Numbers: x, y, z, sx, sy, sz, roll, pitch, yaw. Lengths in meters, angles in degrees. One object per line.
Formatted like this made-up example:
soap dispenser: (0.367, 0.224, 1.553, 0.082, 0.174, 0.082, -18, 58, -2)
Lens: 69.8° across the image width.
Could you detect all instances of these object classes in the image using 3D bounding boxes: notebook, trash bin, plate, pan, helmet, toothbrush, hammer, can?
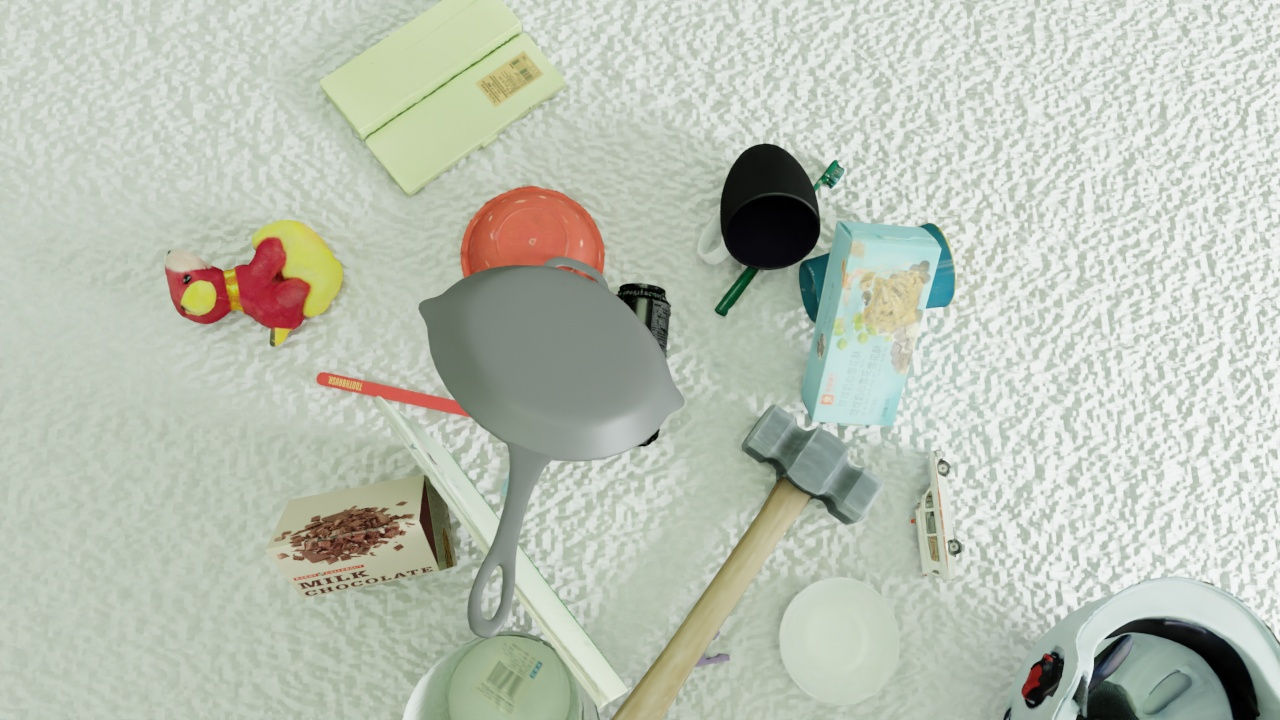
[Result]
notebook: (-0.095, 0.144, 0.674, 0.010, 0.182, 0.252, -39, 74, -8)
trash bin: (-0.100, 0.264, 0.683, 0.133, 0.161, 0.133, 1, 79, -6)
plate: (0.167, 0.238, 0.784, 0.104, 0.026, 0.104, 1, 80, -6)
pan: (-0.070, 0.033, 0.658, 0.216, 0.024, 0.353, 20, 44, -11)
helmet: (0.391, 0.308, 0.724, 0.236, 0.164, 0.263, 16, 72, -7)
toothbrush: (-0.174, 0.036, 0.785, 0.212, 0.018, 0.012, 12, 83, 0)
hammer: (0.070, 0.192, 0.765, 0.117, 0.051, 0.322, 36, 77, 7)
toothbrush: (0.131, -0.114, 0.851, 0.017, 0.016, 0.189, 39, 79, -2)
can: (-0.005, 0.005, 0.796, 0.054, 0.054, 0.137, 7, 79, -5)

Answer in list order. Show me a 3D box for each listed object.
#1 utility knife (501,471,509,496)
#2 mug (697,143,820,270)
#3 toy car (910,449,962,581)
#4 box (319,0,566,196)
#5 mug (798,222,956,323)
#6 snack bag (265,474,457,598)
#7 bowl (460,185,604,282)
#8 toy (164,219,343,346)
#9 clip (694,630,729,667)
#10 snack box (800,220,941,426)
utility knife: (-0.081, 0.039, 0.805, 0.022, 0.016, 0.177, 24, 81, 1)
mug: (0.100, -0.135, 0.821, 0.085, 0.119, 0.100, 38, 35, -31)
toy car: (0.258, 0.136, 0.808, 0.039, 0.039, 0.113, -7, 79, 14)
box: (-0.179, -0.253, 0.845, 0.187, 0.024, 0.137, -37, 88, -11)
mug: (0.209, -0.074, 0.824, 0.121, 0.078, 0.078, -12, 81, -3)
snack bag: (-0.197, 0.129, 0.676, 0.094, 0.206, 0.070, -10, 80, -8)
bowl: (-0.095, -0.099, 0.811, 0.130, 0.045, 0.130, 1, 80, -5)
toy: (-0.323, -0.063, 0.779, 0.137, 0.067, 0.105, -16, 84, -21)
clip: (0.052, 0.245, 0.779, 0.050, 0.014, 0.046, 7, 79, -6)
snack box: (0.191, -0.029, 0.777, 0.075, 0.053, 0.175, 5, 117, -5)
